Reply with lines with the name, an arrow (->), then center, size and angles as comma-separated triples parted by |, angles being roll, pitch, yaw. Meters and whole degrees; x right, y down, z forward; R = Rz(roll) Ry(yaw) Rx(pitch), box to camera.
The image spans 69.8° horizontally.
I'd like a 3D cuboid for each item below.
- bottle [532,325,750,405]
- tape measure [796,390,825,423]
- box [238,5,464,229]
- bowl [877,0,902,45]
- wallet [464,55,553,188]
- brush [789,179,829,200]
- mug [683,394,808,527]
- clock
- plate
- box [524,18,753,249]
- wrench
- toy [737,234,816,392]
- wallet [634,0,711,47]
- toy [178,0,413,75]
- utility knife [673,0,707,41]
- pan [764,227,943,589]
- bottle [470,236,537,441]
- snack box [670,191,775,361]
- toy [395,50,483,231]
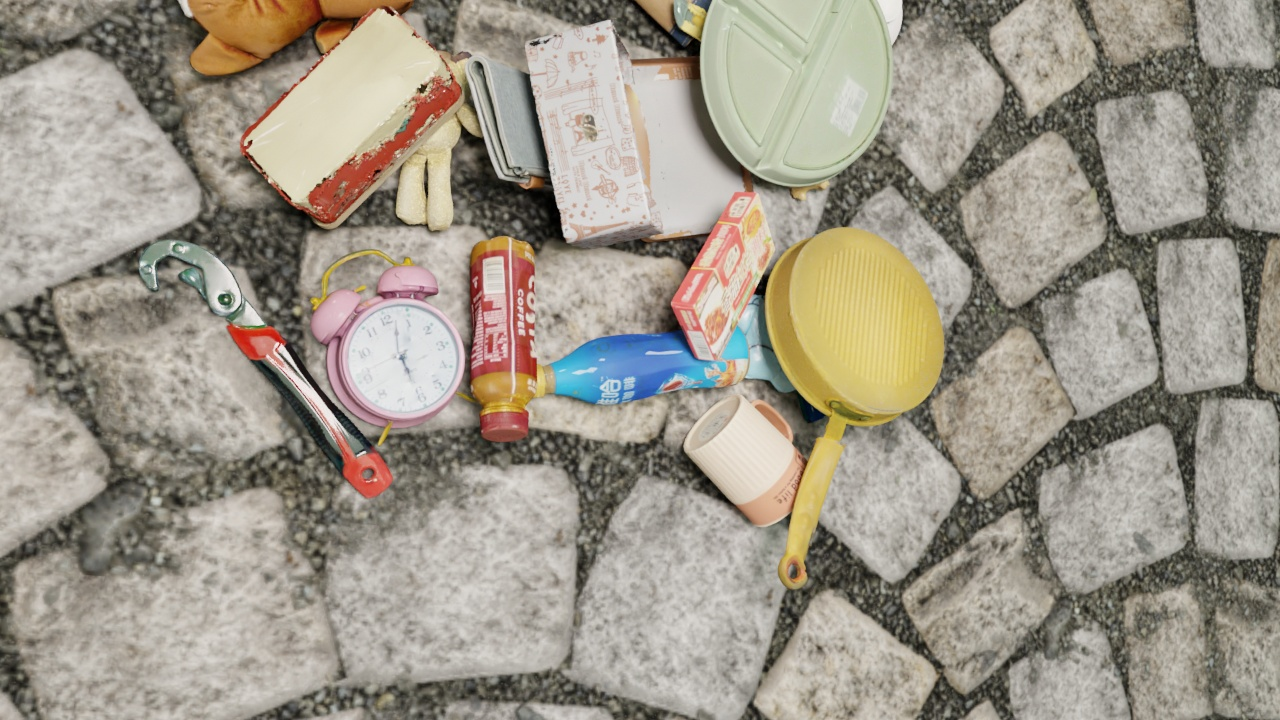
bottle -> -0.005, 0.005, 0.861 | 0.218, 0.065, 0.065 | -7, 91, -22
tape measure -> 0.187, 0.031, 0.959 | 0.054, 0.025, 0.058 | -19, 99, -23
box -> -0.232, -0.197, 0.738 | 0.168, 0.076, 0.091 | -45, 79, -2
bowl -> 0.237, -0.371, 0.973 | 0.118, 0.065, 0.118 | 1, 88, -22
wallet -> -0.107, -0.203, 0.807 | 0.037, 0.129, 0.106 | -11, 94, 19
brush -> 0.181, -0.293, 0.938 | 0.083, 0.046, 0.255 | 9, 97, -19
mug -> 0.111, 0.087, 0.903 | 0.106, 0.082, 0.114 | 45, 46, -13
clock -> -0.213, -0.018, 0.781 | 0.117, 0.060, 0.158 | -26, 96, -22
plate -> 0.160, -0.285, 0.890 | 0.229, 0.027, 0.230 | -5, 101, -27
box -> -0.001, -0.200, 0.857 | 0.269, 0.134, 0.179 | -13, 94, -53
wrench -> -0.304, 0.007, 0.767 | 0.056, 0.016, 0.273 | -43, 103, -16
toy -> 0.164, -0.050, 0.938 | 0.156, 0.050, 0.161 | -4, 85, -18
wallet -> 0.025, -0.377, 0.906 | 0.115, 0.033, 0.090 | 38, 72, -15
toy -> -0.281, -0.312, 0.735 | 0.199, 0.130, 0.140 | -33, 129, -25
utility knife -> 0.110, -0.312, 0.930 | 0.204, 0.021, 0.031 | 15, 94, -40
pan -> 0.187, 0.039, 0.875 | 0.197, 0.078, 0.356 | 23, 63, -20
bottle -> -0.119, -0.018, 0.794 | 0.057, 0.058, 0.174 | 5, 68, -22
snack box -> 0.080, -0.079, 0.851 | 0.152, 0.025, 0.075 | -60, 142, -31
toy -> -0.180, -0.192, 0.806 | 0.105, 0.066, 0.157 | 7, 89, 21
